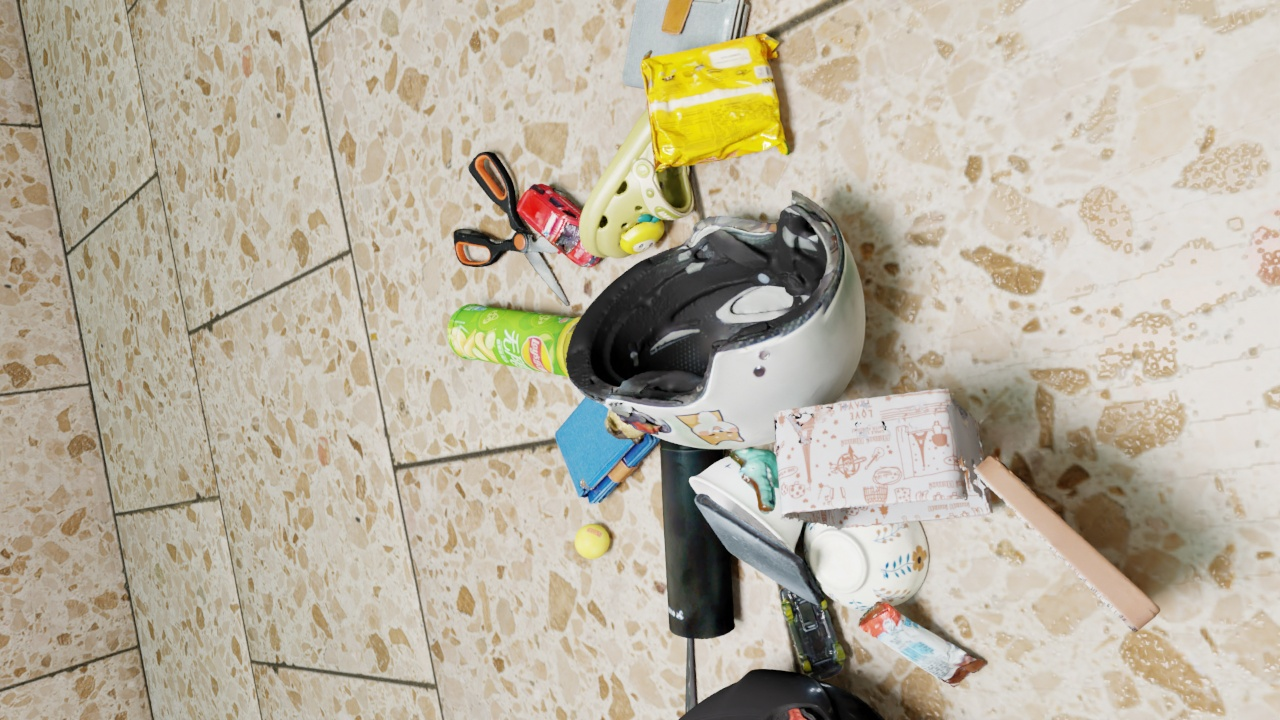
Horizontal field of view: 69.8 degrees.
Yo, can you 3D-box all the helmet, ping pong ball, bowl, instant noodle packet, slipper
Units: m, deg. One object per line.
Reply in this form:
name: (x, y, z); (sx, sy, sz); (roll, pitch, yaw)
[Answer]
helmet: (0.136, 0.387, 0.782); (0.275, 0.229, 0.233); (-2, 112, 45)
ping pong ball: (-0.056, 0.209, 1.060); (0.040, 0.040, 0.040); (8, 102, 42)
bowl: (0.189, 0.171, 0.811); (0.114, 0.062, 0.113); (8, 102, 41)
helmet: (0.081, -0.011, 0.804); (0.275, 0.229, 0.157); (-16, 126, 42)
bowl: (0.111, 0.122, 0.849); (0.118, 0.118, 0.064); (30, 75, 36)
instant noodle packet: (0.068, -0.232, 0.831); (0.044, 0.128, 0.111); (-145, 46, -86)
slipper: (0.010, -0.169, 0.907); (0.081, 0.091, 0.191); (46, 124, 22)

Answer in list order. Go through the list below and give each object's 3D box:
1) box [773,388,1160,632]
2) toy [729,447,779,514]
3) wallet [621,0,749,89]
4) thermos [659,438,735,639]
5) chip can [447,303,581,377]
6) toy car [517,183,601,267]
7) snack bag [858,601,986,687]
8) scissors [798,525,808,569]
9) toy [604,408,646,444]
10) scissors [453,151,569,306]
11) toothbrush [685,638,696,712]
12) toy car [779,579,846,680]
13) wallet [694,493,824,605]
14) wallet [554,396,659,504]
box: (0.237, 0.100, 0.668); (0.273, 0.179, 0.130); (20, 88, 29)
toy: (0.121, 0.101, 0.789); (0.096, 0.092, 0.030); (-89, 15, -57)
wallet: (0.040, -0.311, 0.890); (0.130, 0.036, 0.107); (25, 114, 38)
thermos: (0.054, 0.153, 0.941); (0.090, 0.068, 0.242); (-169, 76, -75)
chip can: (-0.139, -0.025, 1.079); (0.222, 0.072, 0.072); (8, 102, 42)
toy car: (-0.088, -0.150, 1.021); (0.120, 0.045, 0.053); (39, 114, 21)
snack bag: (0.236, 0.241, 0.780); (0.105, 0.026, 0.045); (33, 125, 2)
scissors: (0.141, 0.128, 0.885); (0.163, 0.014, 0.166); (-38, 69, 37)
toy: (-0.006, 0.006, 0.945); (0.066, 0.105, 0.157); (-5, 74, 38)
scissors: (-0.155, -0.151, 1.111); (0.226, 0.021, 0.221); (-25, 84, 41)
toothbrush: (0.052, 0.327, 0.996); (0.016, 0.018, 0.181); (5, 102, 39)
toy car: (0.161, 0.254, 0.864); (0.042, 0.035, 0.090); (-18, 81, 0)
wallet: (0.109, 0.174, 0.839); (0.121, 0.097, 0.019); (28, 72, 39)
wallet: (-0.040, 0.085, 1.028); (0.133, 0.040, 0.106); (-50, 55, 36)
